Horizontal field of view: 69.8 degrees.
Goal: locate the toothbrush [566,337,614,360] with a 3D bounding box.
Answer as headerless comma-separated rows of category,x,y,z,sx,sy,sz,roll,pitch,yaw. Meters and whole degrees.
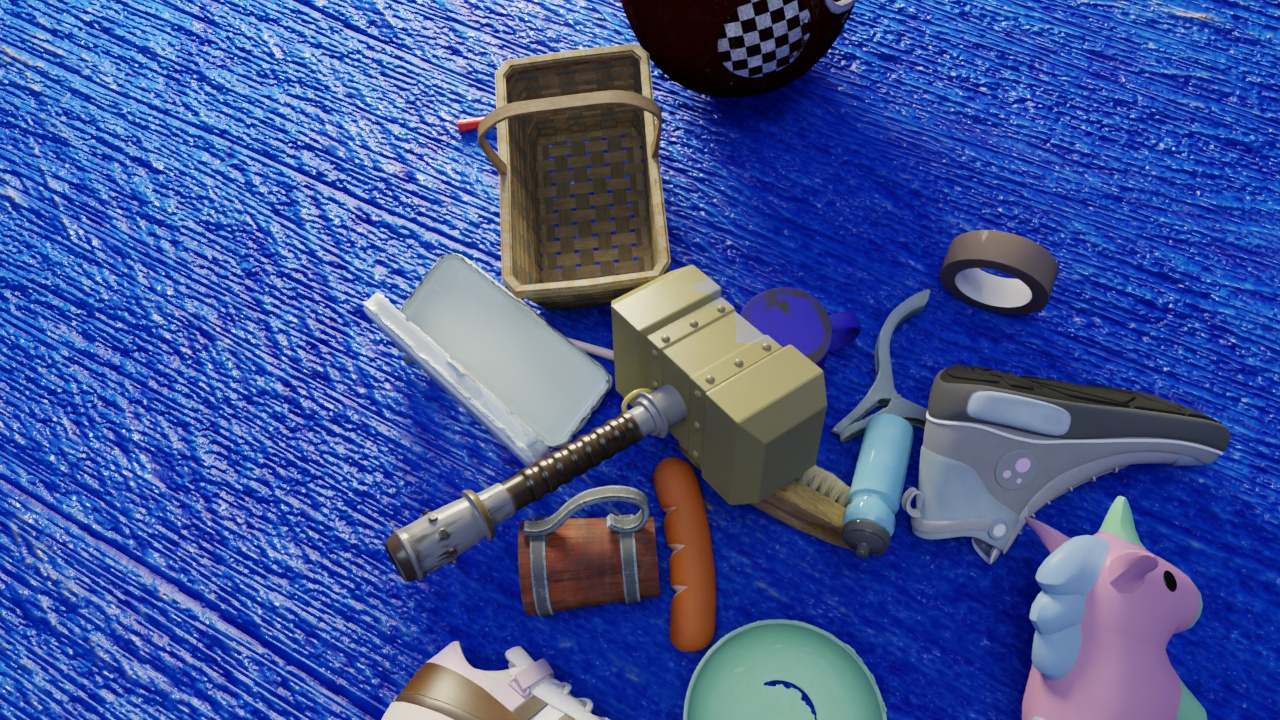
toothbrush,-0.005,0.005,0.856,0.181,0.016,0.018,17,79,11

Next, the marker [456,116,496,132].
marker,-0.122,-0.257,0.961,0.142,0.013,0.012,-9,70,2

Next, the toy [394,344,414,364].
toy,-0.184,-0.038,0.880,0.111,0.030,0.049,-37,62,-8

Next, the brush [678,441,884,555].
brush,0.123,0.106,0.783,0.195,0.059,0.043,27,64,9

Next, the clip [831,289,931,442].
clip,0.247,-0.002,0.828,0.169,0.031,0.164,-5,68,2

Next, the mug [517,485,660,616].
mug,-0.043,0.154,0.759,0.111,0.117,0.081,-5,34,0

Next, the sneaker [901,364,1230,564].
sneaker,0.348,0.097,0.760,0.256,0.093,0.160,10,101,-9

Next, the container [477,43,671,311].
container,-0.055,-0.178,0.833,0.157,0.186,0.249,-6,70,3

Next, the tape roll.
tape roll,0.316,-0.077,0.811,0.094,0.094,0.030,21,74,12

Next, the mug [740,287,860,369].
mug,0.140,-0.016,0.812,0.111,0.083,0.079,-17,70,-1

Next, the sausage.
sausage,0.039,0.163,0.783,0.044,0.039,0.164,-6,70,0

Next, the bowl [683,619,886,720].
bowl,0.110,0.281,0.714,0.151,0.077,0.150,-2,71,5

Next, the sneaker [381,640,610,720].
sneaker,-0.051,0.304,0.721,0.294,0.112,0.116,16,53,11

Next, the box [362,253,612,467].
box,-0.141,-0.003,0.804,0.210,0.105,0.130,36,87,5

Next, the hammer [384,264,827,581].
hammer,-0.039,0.070,0.697,0.324,0.101,0.190,-29,52,-24

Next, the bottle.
bottle,0.192,0.103,0.743,0.040,0.040,0.129,17,53,11

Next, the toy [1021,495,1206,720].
toy,0.332,0.227,0.675,0.171,0.120,0.222,42,80,-16

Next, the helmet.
helmet,0.089,-0.382,0.857,0.234,0.254,0.233,-26,56,-1
